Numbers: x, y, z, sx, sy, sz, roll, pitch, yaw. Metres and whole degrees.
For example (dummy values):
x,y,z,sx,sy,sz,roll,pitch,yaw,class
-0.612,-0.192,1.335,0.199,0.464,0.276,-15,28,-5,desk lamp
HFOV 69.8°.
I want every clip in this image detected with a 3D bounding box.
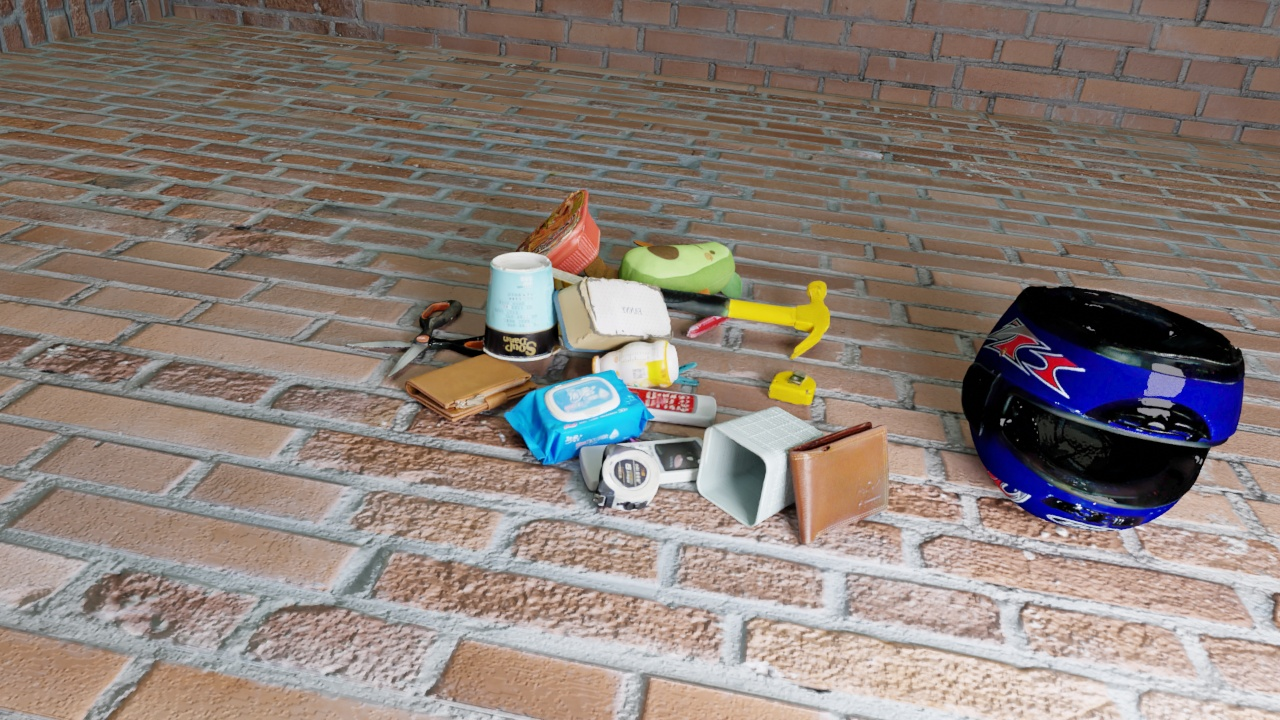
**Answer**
x,y,z,sx,sy,sz,roll,pitch,yaw,class
0.050,0.020,1.220,0.054,0.034,0.013,-3,26,7,clip

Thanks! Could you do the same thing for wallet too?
x,y,z,sx,sy,sz,roll,pitch,yaw,class
-0.210,0.031,1.147,0.108,0.031,0.131,25,34,38,wallet
0.211,0.128,0.967,0.124,0.101,0.032,-15,14,-29,wallet

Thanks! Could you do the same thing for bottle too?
x,y,z,sx,sy,sz,roll,pitch,yaw,class
-0.007,0.007,1.192,0.108,0.063,0.063,-5,27,12,bottle

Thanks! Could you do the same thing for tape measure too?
x,y,z,sx,sy,sz,roll,pitch,yaw,class
0.203,0.033,1.211,0.060,0.029,0.057,14,29,15,tape measure
-0.013,0.127,0.979,0.066,0.034,0.065,14,57,-1,tape measure

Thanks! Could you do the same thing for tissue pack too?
x,y,z,sx,sy,sz,roll,pitch,yaw,class
-0.071,0.063,1.072,0.157,0.052,0.095,-17,41,-23,tissue pack

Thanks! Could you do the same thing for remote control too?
x,y,z,sx,sy,sz,roll,pitch,yaw,class
0.008,0.114,1.033,0.150,0.021,0.058,-4,38,-16,remote control
0.027,0.056,1.150,0.136,0.020,0.055,7,28,4,remote control

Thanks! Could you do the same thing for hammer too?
x,y,z,sx,sy,sz,roll,pitch,yaw,class
0.125,-0.076,1.324,0.301,0.033,0.128,8,57,-1,hammer

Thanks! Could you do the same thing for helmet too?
x,y,z,sx,sy,sz,roll,pitch,yaw,class
0.478,0.062,0.972,0.247,0.241,0.314,10,18,7,helmet

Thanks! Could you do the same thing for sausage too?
x,y,z,sx,sy,sz,roll,pitch,yaw,class
0.115,-0.062,1.381,0.020,0.020,0.155,25,35,32,sausage

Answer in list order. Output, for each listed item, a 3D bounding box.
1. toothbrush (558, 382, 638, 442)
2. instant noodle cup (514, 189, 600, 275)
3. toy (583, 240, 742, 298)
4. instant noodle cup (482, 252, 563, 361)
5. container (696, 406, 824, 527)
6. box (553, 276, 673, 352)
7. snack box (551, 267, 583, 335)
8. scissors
x,y,z,sx,sy,sz,roll,pitch,yaw,class
-0.042,0.076,1.116,0.014,0.018,0.189,-21,41,-37,toothbrush
-0.130,-0.174,1.429,0.079,0.165,0.188,44,21,-22,instant noodle cup
0.044,-0.134,1.428,0.246,0.090,0.227,-15,44,-25,toy
-0.155,-0.075,1.205,0.111,0.121,0.111,2,24,-1,instant noodle cup
0.134,0.110,1.002,0.111,0.090,0.090,-17,36,-40,container
-0.037,-0.058,1.218,0.062,0.089,0.184,-24,-17,38,box
-0.115,-0.083,1.310,0.140,0.087,0.033,20,31,24,snack box
-0.282,-0.034,1.262,0.234,0.022,0.220,2,28,-6,scissors
